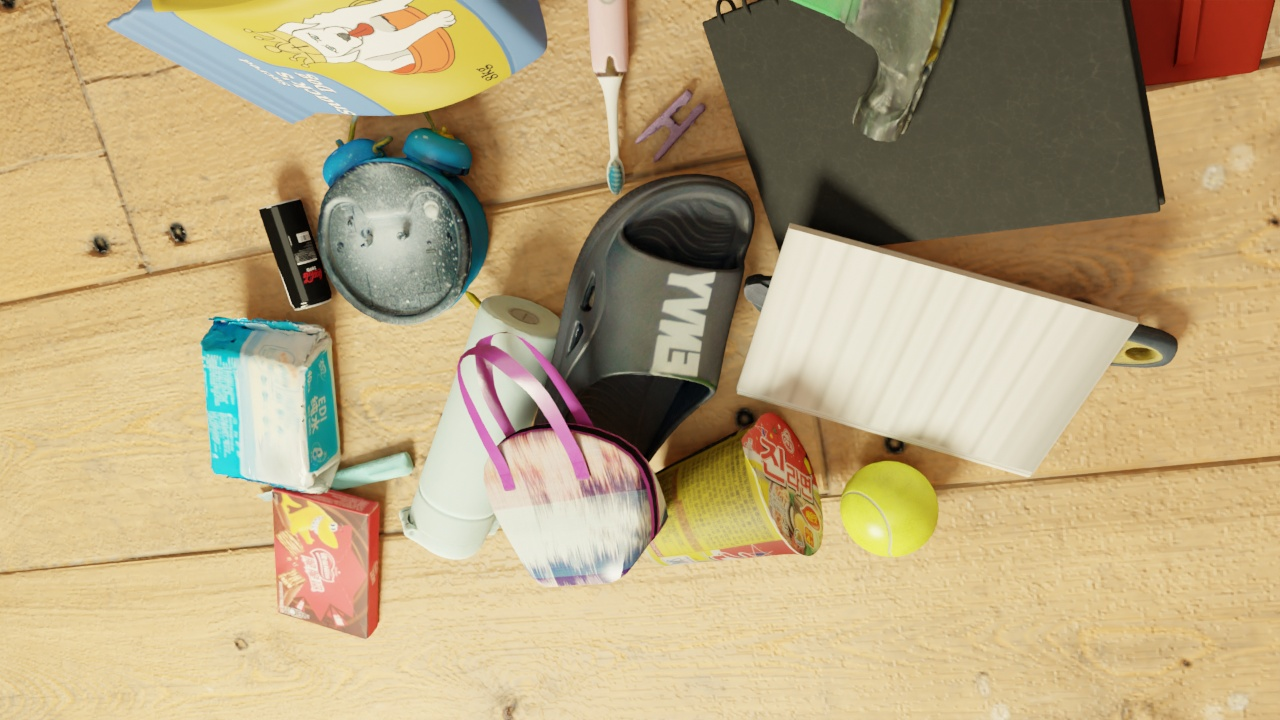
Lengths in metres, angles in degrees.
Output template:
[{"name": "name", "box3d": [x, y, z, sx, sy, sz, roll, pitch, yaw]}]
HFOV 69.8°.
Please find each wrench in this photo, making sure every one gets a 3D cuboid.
[{"name": "wrench", "box3d": [0.202, -0.027, 0.590, 0.273, 0.022, 0.073, 10, 135, 3]}]

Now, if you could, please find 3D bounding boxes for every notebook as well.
[{"name": "notebook", "box3d": [0.150, -0.148, 0.513, 0.232, 0.019, 0.169, -1, 119, 45]}, {"name": "notebook", "box3d": [0.179, -0.001, 0.592, 0.210, 0.009, 0.143, 16, 133, 4]}]

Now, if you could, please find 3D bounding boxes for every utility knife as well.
[{"name": "utility knife", "box3d": [-0.257, 0.102, 0.765, 0.158, 0.015, 0.022, -15, 124, 18]}]

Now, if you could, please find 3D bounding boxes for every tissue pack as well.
[{"name": "tissue pack", "box3d": [-0.289, 0.033, 0.727, 0.093, 0.061, 0.144, 8, 111, 10]}]

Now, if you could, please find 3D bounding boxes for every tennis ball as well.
[{"name": "tennis ball", "box3d": [0.171, 0.102, 0.632, 0.065, 0.065, 0.065, 4, 108, 13]}]

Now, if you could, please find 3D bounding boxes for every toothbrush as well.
[{"name": "toothbrush", "box3d": [-0.020, -0.220, 0.598, 0.027, 0.026, 0.223, -1, 107, 5]}]

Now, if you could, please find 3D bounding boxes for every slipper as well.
[{"name": "slipper", "box3d": [-0.004, 0.004, 0.617, 0.110, 0.083, 0.269, 13, 117, -21]}]

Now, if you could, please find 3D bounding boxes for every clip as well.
[{"name": "clip", "box3d": [0.020, -0.159, 0.616, 0.036, 0.013, 0.052, 43, 110, -3]}]

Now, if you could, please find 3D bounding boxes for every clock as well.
[{"name": "clock", "box3d": [-0.167, -0.105, 0.654, 0.117, 0.060, 0.161, -2, 105, 16]}]

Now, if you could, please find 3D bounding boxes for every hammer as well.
[{"name": "hammer", "box3d": [0.025, -0.244, 0.515, 0.319, 0.032, 0.130, 32, 140, 22]}]

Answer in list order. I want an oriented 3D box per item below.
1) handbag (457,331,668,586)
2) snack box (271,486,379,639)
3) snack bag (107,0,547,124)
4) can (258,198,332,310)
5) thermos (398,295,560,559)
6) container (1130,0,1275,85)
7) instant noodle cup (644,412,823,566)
[{"name": "handbag", "box3d": [-0.063, 0.060, 0.601, 0.145, 0.067, 0.170, -14, 111, 37]}, {"name": "snack box", "box3d": [-0.266, 0.169, 0.779, 0.089, 0.021, 0.133, 13, 116, 9]}, {"name": "snack bag", "box3d": [-0.184, -0.214, 0.559, 0.205, 0.159, 0.102, -20, 76, 17]}, {"name": "can", "box3d": [-0.262, -0.081, 0.699, 0.032, 0.031, 0.080, -10, 105, 16]}, {"name": "thermos", "box3d": [-0.119, 0.055, 0.690, 0.077, 0.065, 0.207, 9, 115, -32]}, {"name": "container", "box3d": [0.253, -0.249, 0.467, 0.148, 0.126, 0.201, -3, 116, 15]}, {"name": "instant noodle cup", "box3d": [0.058, 0.102, 0.651, 0.113, 0.100, 0.100, -23, 100, 29]}]
